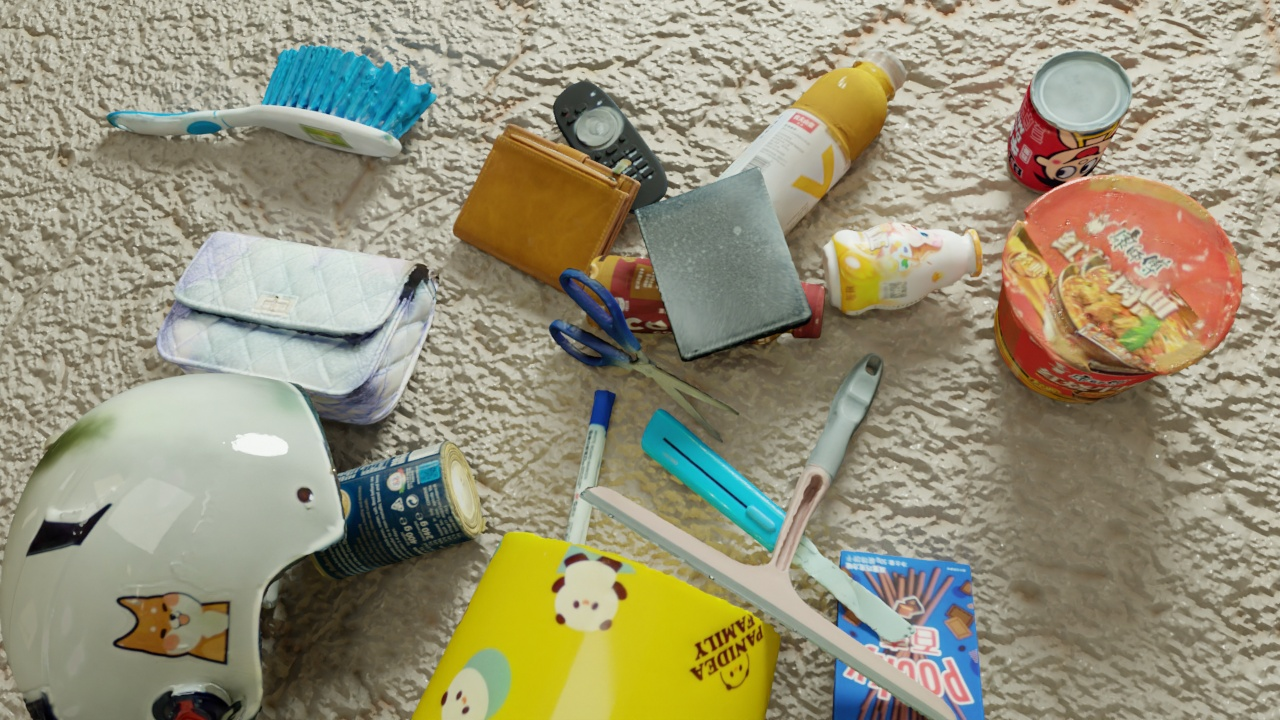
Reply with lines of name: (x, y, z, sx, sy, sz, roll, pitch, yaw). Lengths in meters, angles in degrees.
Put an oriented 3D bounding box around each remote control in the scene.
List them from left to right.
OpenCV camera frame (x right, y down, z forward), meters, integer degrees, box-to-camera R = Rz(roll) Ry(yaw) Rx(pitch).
remote control: (-0.024, -0.175, 0.761, 0.053, 0.024, 0.136, -35, 71, 4)

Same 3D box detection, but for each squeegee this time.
squeegee: (0.117, 0.079, 0.603, 0.247, 0.040, 0.248, 32, 48, 5)

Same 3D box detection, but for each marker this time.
marker: (-0.040, 0.093, 0.679, 0.017, 0.017, 0.145, 8, 73, 12)

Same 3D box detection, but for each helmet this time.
helmet: (-0.320, 0.126, 0.592, 0.274, 0.156, 0.230, -60, 36, 6)

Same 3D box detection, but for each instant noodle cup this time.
instant noodle cup: (0.303, -0.039, 0.613, 0.138, 0.108, 0.137, -3, 71, 9)

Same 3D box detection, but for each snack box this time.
snack box: (0.162, 0.187, 0.563, 0.084, 0.026, 0.156, 4, 38, 11)

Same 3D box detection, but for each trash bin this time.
trash bin: (-0.043, 0.251, 0.526, 0.230, 0.230, 0.254, 15, 69, 14)

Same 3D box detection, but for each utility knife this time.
utility knife: (0.085, 0.109, 0.622, 0.238, 0.018, 0.034, 37, 81, 33)

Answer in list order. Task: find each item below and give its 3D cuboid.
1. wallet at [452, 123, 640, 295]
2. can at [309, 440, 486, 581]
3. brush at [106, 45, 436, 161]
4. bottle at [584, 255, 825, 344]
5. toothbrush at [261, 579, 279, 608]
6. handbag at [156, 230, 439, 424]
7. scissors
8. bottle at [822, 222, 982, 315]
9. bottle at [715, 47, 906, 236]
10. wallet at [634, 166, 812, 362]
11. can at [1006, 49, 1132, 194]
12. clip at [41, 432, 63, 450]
wallet: (-0.075, -0.128, 0.739, 0.131, 0.035, 0.119, 28, 93, 18)
can: (-0.178, 0.108, 0.666, 0.111, 0.075, 0.075, -17, 69, 4)
brush: (-0.340, -0.231, 0.825, 0.315, 0.060, 0.109, 16, 79, 18)
bottle: (0.048, -0.044, 0.687, 0.175, 0.057, 0.057, 6, 73, 12)
toothbrush: (-0.287, 0.102, 0.721, 0.016, 0.016, 0.180, -6, 71, 14)
handbag: (-0.271, -0.031, 0.726, 0.194, 0.076, 0.134, 10, 61, 12)
scissors: (-0.005, -0.005, 0.668, 0.163, 0.164, 0.012, 11, 49, 41)
bottle: (0.190, -0.070, 0.668, 0.108, 0.063, 0.063, -8, 70, 7)
bottle: (0.130, -0.164, 0.707, 0.068, 0.068, 0.189, 41, 82, 20)
wallet: (0.058, -0.068, 0.650, 0.097, 0.019, 0.120, -18, 79, 7)
can: (0.306, -0.169, 0.664, 0.066, 0.094, 0.066, -3, 71, 9)
clip: (-0.438, 0.074, 0.742, 0.100, 0.071, 0.034, -11, 70, 10)
